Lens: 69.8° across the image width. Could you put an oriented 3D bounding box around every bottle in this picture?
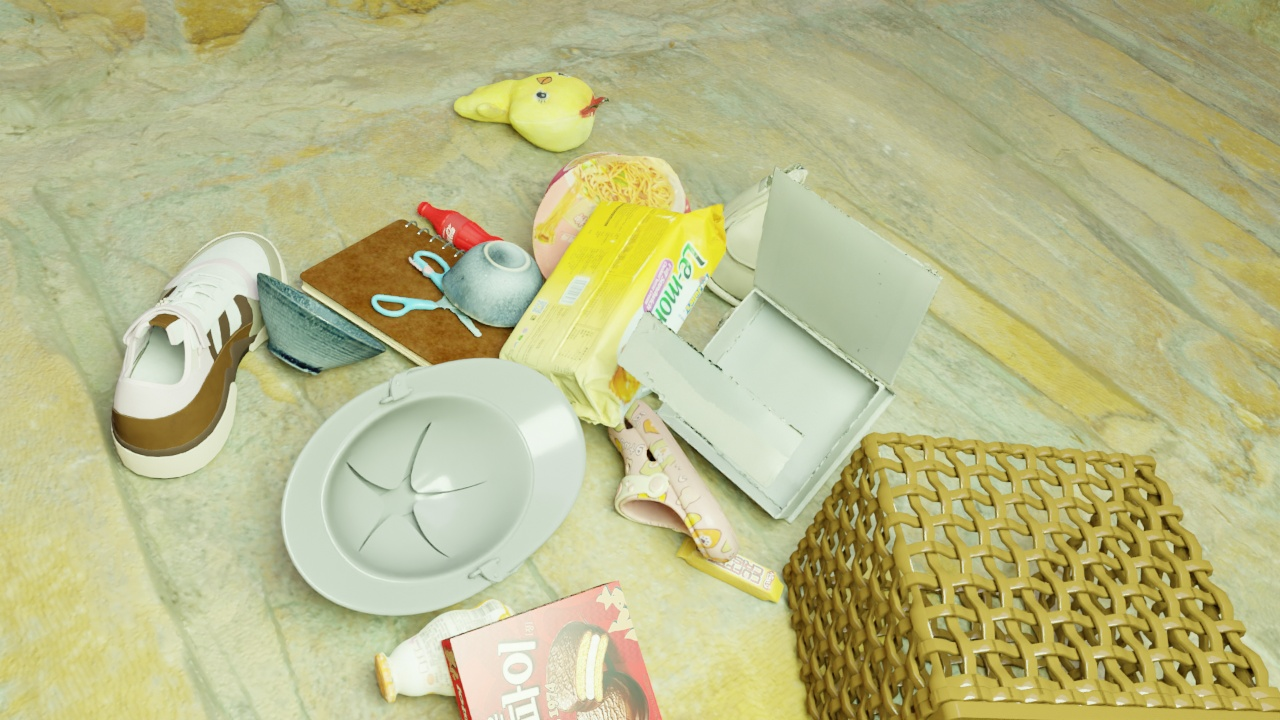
[{"bbox_3d":[-0.207,-0.148,1.053,0.119,0.036,0.036,32,47,16],"label":"bottle"},{"bbox_3d":[-0.145,0.225,0.699,0.108,0.063,0.063,-13,52,-25],"label":"bottle"}]

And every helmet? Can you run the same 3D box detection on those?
[{"bbox_3d":[-0.181,0.108,0.771,0.270,0.118,0.183,-27,90,-40],"label":"helmet"}]

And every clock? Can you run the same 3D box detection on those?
[{"bbox_3d":[-0.006,0.006,0.948,0.083,0.057,0.117,-19,66,-23],"label":"clock"}]

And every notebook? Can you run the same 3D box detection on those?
[{"bbox_3d":[-0.217,-0.064,0.971,0.225,0.024,0.167,31,43,14],"label":"notebook"}]

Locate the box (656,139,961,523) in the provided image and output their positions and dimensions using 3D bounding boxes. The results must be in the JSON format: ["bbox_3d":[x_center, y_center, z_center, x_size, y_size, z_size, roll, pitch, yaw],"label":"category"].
[{"bbox_3d":[0.135,-0.012,0.806,0.167,0.331,0.164,40,59,22],"label":"box"}]

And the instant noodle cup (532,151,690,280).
[{"bbox_3d":[-0.038,-0.156,1.027,0.178,0.179,0.077,0,31,-16],"label":"instant noodle cup"}]

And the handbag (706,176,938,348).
[{"bbox_3d":[0.181,-0.097,1.025,0.229,0.185,0.131,36,49,-4],"label":"handbag"}]

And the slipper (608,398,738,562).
[{"bbox_3d":[0.013,0.114,0.832,0.081,0.093,0.197,-34,46,-4],"label":"slipper"}]

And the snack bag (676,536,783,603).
[{"bbox_3d":[0.082,0.188,0.827,0.099,0.020,0.026,25,47,9],"label":"snack bag"}]

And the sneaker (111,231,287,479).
[{"bbox_3d":[-0.408,-0.042,0.840,0.111,0.117,0.293,10,46,-6],"label":"sneaker"}]

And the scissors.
[{"bbox_3d":[-0.217,-0.065,0.945,0.129,0.015,0.135,-22,53,-36],"label":"scissors"}]

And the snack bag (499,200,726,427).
[{"bbox_3d":[-0.031,-0.060,0.893,0.160,0.068,0.246,14,67,46],"label":"snack bag"}]

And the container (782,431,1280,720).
[{"bbox_3d":[0.276,0.216,0.713,0.251,0.220,0.213,6,46,-10],"label":"container"}]

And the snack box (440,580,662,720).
[{"bbox_3d":[-0.057,0.256,0.667,0.132,0.036,0.152,-13,79,-26],"label":"snack box"}]

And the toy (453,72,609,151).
[{"bbox_3d":[-0.144,-0.333,1.215,0.208,0.092,0.133,17,38,14],"label":"toy"}]

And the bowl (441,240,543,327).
[{"bbox_3d":[-0.146,-0.088,0.954,0.110,0.055,0.110,15,39,-13],"label":"bowl"}]

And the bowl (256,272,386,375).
[{"bbox_3d":[-0.317,-0.023,0.876,0.137,0.137,0.057,31,87,14],"label":"bowl"}]
